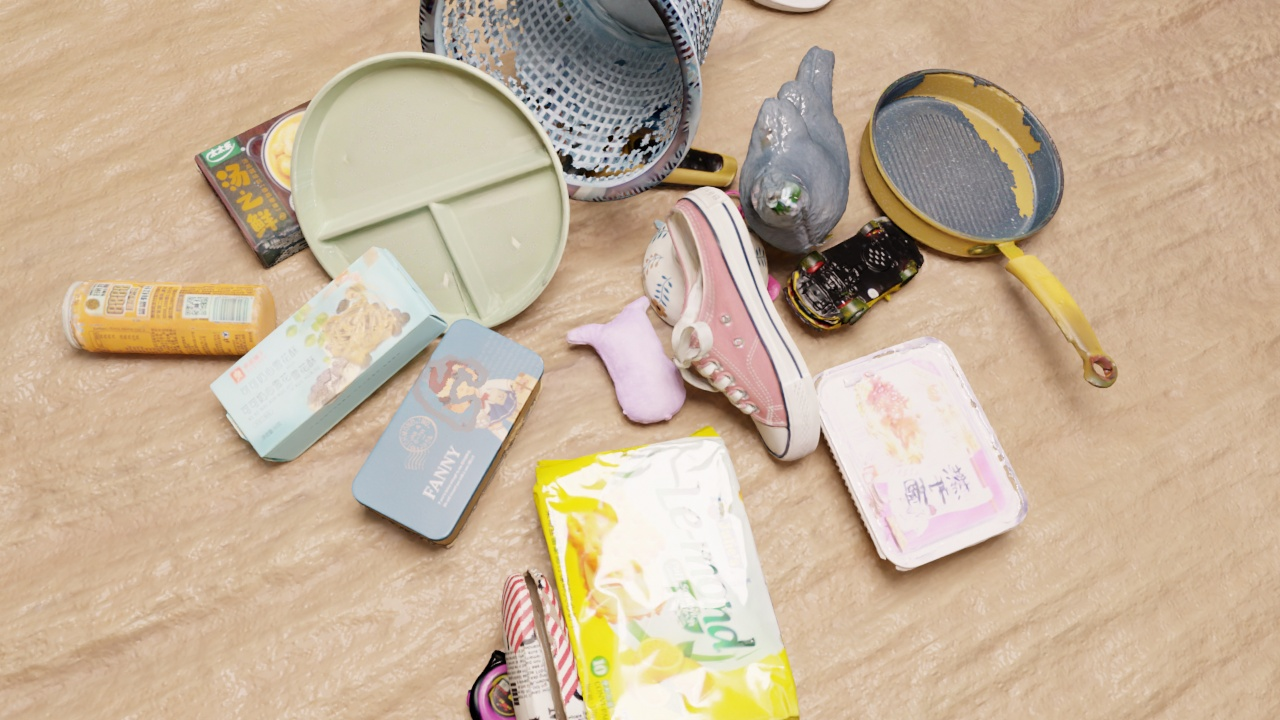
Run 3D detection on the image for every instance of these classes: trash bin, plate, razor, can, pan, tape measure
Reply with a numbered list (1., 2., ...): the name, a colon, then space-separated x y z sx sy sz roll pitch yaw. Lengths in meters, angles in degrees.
1. trash bin: -0.029 -0.274 0.733 0.226 0.227 0.194 26 51 3
2. plate: -0.167 -0.129 0.735 0.230 0.231 0.027 19 27 0
3. razor: 0.007 -0.185 0.842 0.167 0.068 0.062 6 68 -12
4. can: -0.373 -0.034 0.735 0.146 0.058 0.058 2 69 -7
5. pan: 0.329 -0.126 0.837 0.197 0.078 0.357 -9 68 -16
6. tape measure: -0.098 0.250 0.676 0.057 0.039 0.057 25 61 -7

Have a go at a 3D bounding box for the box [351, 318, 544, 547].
1. box: -0.151 0.062 0.727 0.090 0.062 0.184 25 67 3

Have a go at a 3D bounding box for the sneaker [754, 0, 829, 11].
1. sneaker: 0.090 -0.431 0.941 0.242 0.090 0.089 25 98 -17

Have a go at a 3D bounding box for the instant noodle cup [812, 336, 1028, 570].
1. instant noodle cup: 0.224 0.079 0.770 0.138 0.060 0.173 -18 74 -14

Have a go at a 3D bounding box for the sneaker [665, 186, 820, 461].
1. sneaker: 0.066 -0.014 0.730 0.087 0.118 0.241 -30 111 -14

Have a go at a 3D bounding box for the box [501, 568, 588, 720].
1. box: -0.062 0.226 0.638 0.060 0.072 0.164 -12 74 -4

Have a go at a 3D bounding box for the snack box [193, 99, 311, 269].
1. snack box: -0.311 -0.161 0.799 0.113 0.053 0.125 -34 82 -18

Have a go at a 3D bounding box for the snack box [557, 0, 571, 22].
1. snack box: -0.011 -0.372 0.880 0.118 0.118 0.105 16 64 -4

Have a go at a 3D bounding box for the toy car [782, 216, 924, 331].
1. toy car: 0.197 -0.078 0.833 0.155 0.041 0.071 -31 75 -32

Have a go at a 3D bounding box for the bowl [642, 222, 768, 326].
1. bowl: 0.057 -0.086 0.799 0.113 0.062 0.113 -1 72 2

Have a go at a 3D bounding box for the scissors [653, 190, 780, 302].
1. scissors: 0.073 -0.101 0.843 0.133 0.017 0.133 29 73 8

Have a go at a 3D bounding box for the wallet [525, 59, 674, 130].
1. wallet: -0.035 -0.263 0.865 0.133 0.040 0.106 11 44 -3

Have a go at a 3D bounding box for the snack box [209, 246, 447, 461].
1. snack box: -0.242 -0.004 0.719 0.175 0.051 0.074 -41 79 0

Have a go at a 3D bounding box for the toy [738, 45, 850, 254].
1. toy: 0.137 -0.168 0.796 0.091 0.138 0.355 7 33 12

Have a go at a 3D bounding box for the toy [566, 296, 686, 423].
1. toy: -0.005 0.005 0.778 0.083 0.039 0.108 -25 81 -21

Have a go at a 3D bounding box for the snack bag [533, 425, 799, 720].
1. snack bag: 0.014 0.178 0.701 0.158 0.068 0.246 -11 71 -11
